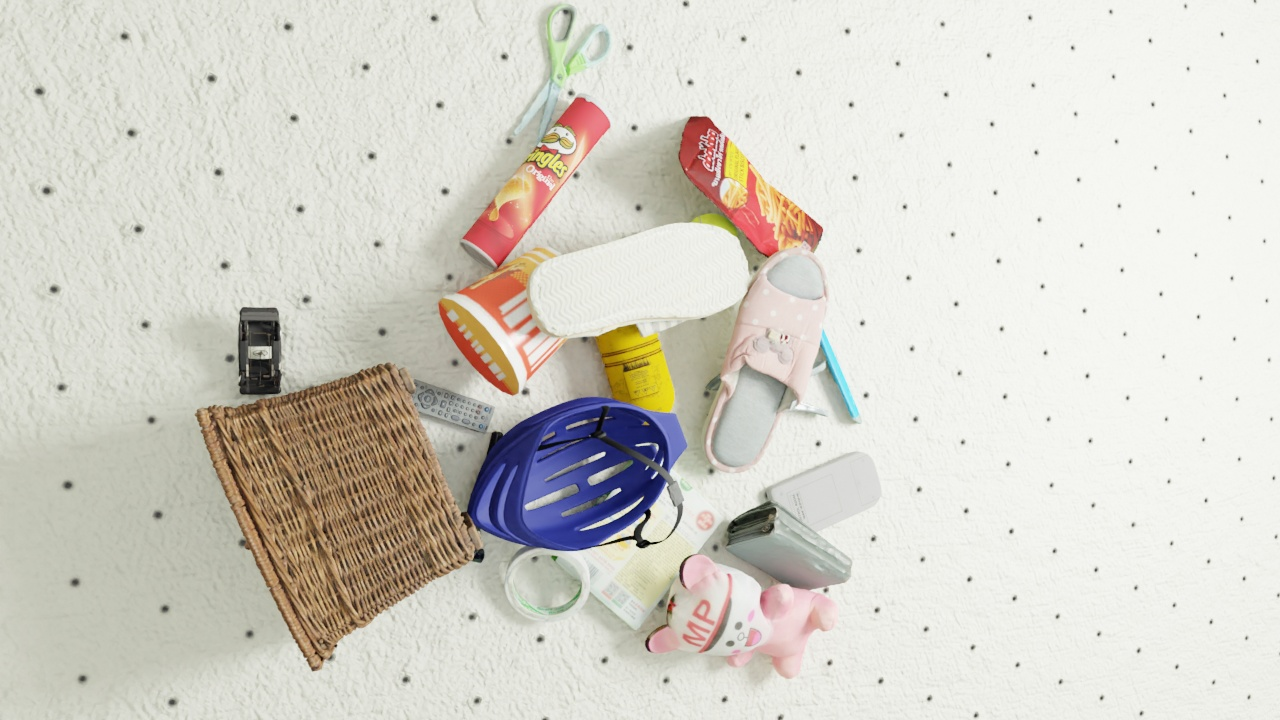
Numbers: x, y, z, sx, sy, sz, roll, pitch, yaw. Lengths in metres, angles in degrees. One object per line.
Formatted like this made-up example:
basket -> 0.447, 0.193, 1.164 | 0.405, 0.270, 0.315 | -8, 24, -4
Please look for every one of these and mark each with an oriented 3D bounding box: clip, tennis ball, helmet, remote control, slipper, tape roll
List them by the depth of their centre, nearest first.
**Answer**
helmet -> -0.053, 0.128, 0.932 | 0.241, 0.228, 0.148 | -25, 107, -14
slipper -> 0.000, -0.082, 0.969 | 0.272, 0.054, 0.114 | -13, 94, -33
remote control -> -0.224, 0.043, 0.983 | 0.136, 0.013, 0.033 | 21, 83, -19
tape roll -> -0.102, 0.243, 1.009 | 0.094, 0.018, 0.094 | -1, 109, -3
slipper -> 0.146, 0.005, 1.051 | 0.114, 0.054, 0.274 | 14, 100, -20
tennis ball -> 0.081, -0.138, 1.068 | 0.065, 0.065, 0.065 | 0, 90, -20
clip -> 0.155, 0.024, 1.117 | 0.163, 0.028, 0.115 | -4, 93, -21
remote control -> 0.232, 0.168, 1.150 | 0.151, 0.019, 0.074 | -19, 97, -18

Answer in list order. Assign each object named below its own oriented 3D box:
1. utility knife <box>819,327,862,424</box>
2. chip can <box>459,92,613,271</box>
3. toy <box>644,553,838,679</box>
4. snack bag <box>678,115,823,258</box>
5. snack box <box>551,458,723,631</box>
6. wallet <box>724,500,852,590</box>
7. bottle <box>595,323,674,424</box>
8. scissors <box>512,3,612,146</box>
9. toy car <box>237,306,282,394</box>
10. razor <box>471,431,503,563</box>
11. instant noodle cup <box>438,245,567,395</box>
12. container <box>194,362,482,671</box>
utility knife -> 0.240, 0.000, 1.153 | 0.015, 0.031, 0.185 | -20, 98, 21
chip can -> -0.113, -0.196, 1.004 | 0.052, 0.052, 0.214 | 40, 78, -16
toy -> 0.118, 0.298, 1.068 | 0.213, 0.084, 0.142 | 15, 120, -23
snack bag -> 0.119, -0.190, 1.072 | 0.208, 0.067, 0.138 | 40, 40, -18
snack box -> -0.002, 0.204, 1.060 | 0.132, 0.027, 0.167 | 44, 76, -15
wallet -> 0.175, 0.225, 1.088 | 0.131, 0.101, 0.054 | 38, 55, -17
bottle -> -0.006, 0.006, 1.034 | 0.071, 0.071, 0.164 | -19, 97, -19
scissors -> -0.101, -0.321, 1.029 | 0.093, 0.032, 0.174 | 36, 74, -20
toy car -> -0.377, -0.011, 0.909 | 0.040, 0.037, 0.092 | 0, 116, -22
razor -> -0.173, 0.147, 0.999 | 0.042, 0.022, 0.144 | 16, 85, -21
instant noodle cup -> -0.125, -0.049, 0.969 | 0.120, 0.124, 0.123 | -41, 103, -23
container -> -0.273, 0.125, 0.873 | 0.183, 0.162, 0.250 | -24, 93, -15
